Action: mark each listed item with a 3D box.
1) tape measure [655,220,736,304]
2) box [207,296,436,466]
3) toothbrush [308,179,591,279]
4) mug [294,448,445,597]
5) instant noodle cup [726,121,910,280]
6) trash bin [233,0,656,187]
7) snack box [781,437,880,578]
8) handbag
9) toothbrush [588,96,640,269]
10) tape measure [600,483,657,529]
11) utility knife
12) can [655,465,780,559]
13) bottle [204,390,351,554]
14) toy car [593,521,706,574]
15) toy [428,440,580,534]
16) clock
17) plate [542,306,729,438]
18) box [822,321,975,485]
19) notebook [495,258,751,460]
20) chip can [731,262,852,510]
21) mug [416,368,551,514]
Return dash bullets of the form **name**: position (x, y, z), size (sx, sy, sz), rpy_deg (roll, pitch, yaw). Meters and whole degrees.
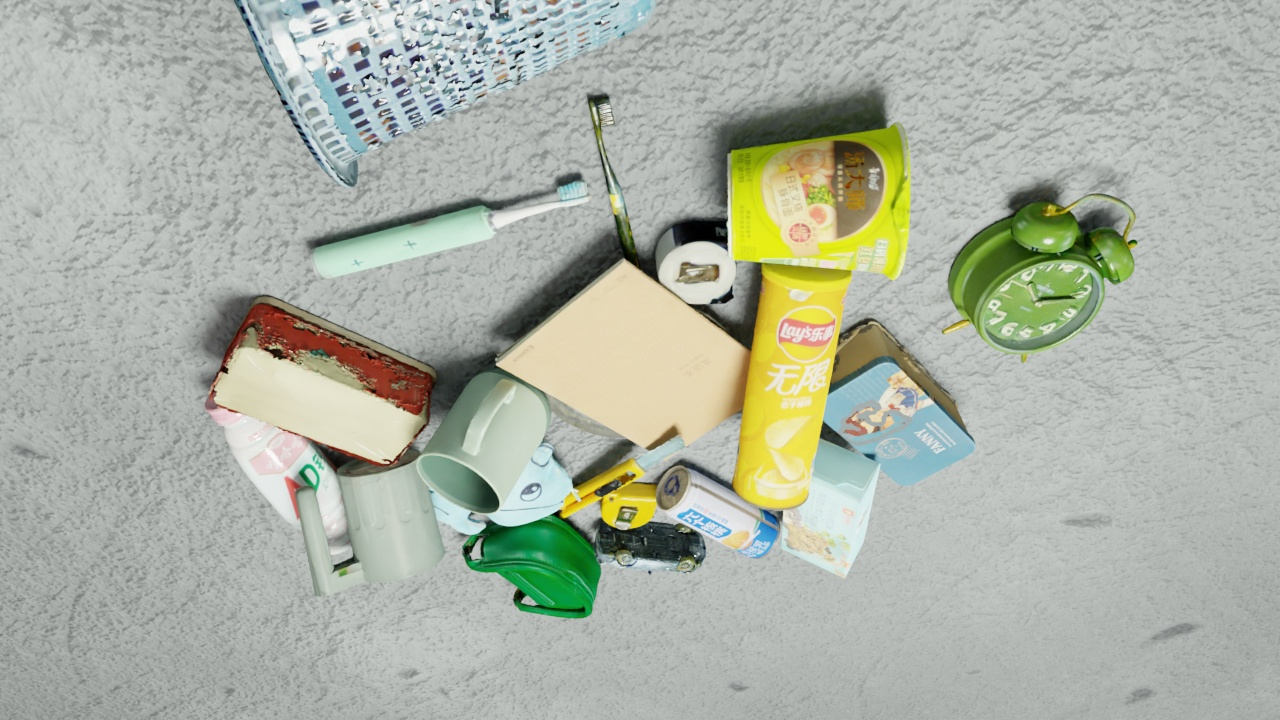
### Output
- **tape measure**: position (0.045, -0.077, 0.735), size (0.066, 0.033, 0.066), rpy_deg (-1, 132, -5)
- **box**: position (-0.265, 0.026, 0.776), size (0.168, 0.076, 0.092), rpy_deg (26, 127, -27)
- **toothbrush**: position (-0.146, -0.099, 0.702), size (0.224, 0.026, 0.027), rpy_deg (-13, 111, 7)
- **mug**: position (-0.250, 0.148, 0.848), size (0.123, 0.084, 0.103), rpy_deg (-17, 104, -35)
- **instant noodle cup**: position (0.123, -0.113, 0.665), size (0.123, 0.111, 0.112), rpy_deg (-1, 134, 6)
- **trash bin**: position (-0.102, -0.226, 0.480), size (0.195, 0.226, 0.227), rpy_deg (-18, 133, -6)
- **snack box**: position (0.185, 0.147, 0.908), size (0.074, 0.051, 0.175), rpy_deg (24, 150, 22)
- **handbag**: position (-0.111, 0.223, 0.975), size (0.120, 0.067, 0.131), rpy_deg (-16, 136, 27)
- **toothbrush**: position (-0.013, -0.118, 0.707), size (0.017, 0.012, 0.186), rpy_deg (-18, 133, -4)
- **tape measure**: position (-0.013, 0.152, 0.949), size (0.060, 0.028, 0.057), rpy_deg (5, 133, -9)
- **utility knife**: position (-0.031, 0.119, 0.900), size (0.033, 0.015, 0.216), rpy_deg (27, 136, -32)
- **can**: position (0.080, 0.157, 0.945), size (0.134, 0.053, 0.053), rpy_deg (32, 123, -30)
- **bottle**: position (-0.326, 0.099, 0.849), size (0.068, 0.068, 0.197), rpy_deg (-16, 130, 10)
- **toy car**: position (0.010, 0.200, 0.979), size (0.120, 0.054, 0.037), rpy_deg (6, 129, -12)
- **toy**: position (-0.138, 0.127, 0.901), size (0.156, 0.049, 0.162), rpy_deg (13, 133, -10)
- **clock**: position (0.329, -0.071, 0.751), size (0.116, 0.056, 0.162), rpy_deg (16, 130, -20)
- **plate**: position (-0.005, 0.005, 0.813), size (0.179, 0.024, 0.180), rpy_deg (-4, 137, -4)
- **box**: position (0.233, 0.046, 0.850), size (0.090, 0.061, 0.184), rpy_deg (-36, 124, 27)
- **notebook**: position (0.005, 0.007, 0.790), size (0.150, 0.012, 0.211), rpy_deg (-36, 131, 27)
- **chip can**: position (0.123, 0.019, 0.769), size (0.072, 0.072, 0.214), rpy_deg (1, 117, -6)
- **mug**: position (-0.129, 0.059, 0.782), size (0.082, 0.106, 0.112), rpy_deg (26, 145, 5)
